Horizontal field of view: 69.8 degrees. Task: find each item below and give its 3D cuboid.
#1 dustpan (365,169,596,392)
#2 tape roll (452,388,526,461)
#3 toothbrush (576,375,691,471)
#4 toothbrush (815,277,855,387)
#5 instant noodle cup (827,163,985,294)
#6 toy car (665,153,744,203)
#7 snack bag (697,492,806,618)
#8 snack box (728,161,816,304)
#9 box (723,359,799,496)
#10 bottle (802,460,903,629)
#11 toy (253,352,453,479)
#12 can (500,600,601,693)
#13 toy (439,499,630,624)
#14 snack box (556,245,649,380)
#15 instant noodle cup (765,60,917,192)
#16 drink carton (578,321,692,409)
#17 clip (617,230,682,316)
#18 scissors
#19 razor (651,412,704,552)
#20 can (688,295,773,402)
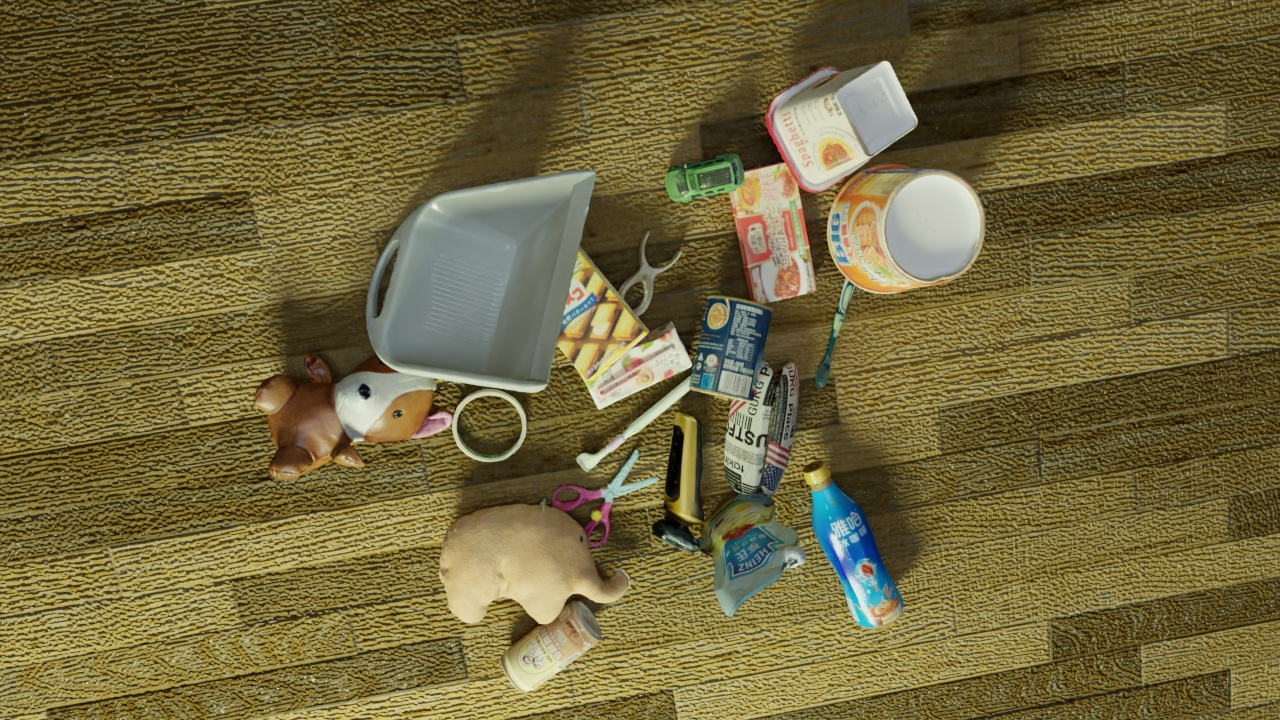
[{"bbox_3d":[-0.181,-0.082,0.932,0.142,0.258,0.222,17,76,-24],"label":"dustpan"},{"bbox_3d":[-0.176,0.076,1.071,0.086,0.014,0.086,-1,102,-5],"label":"tape roll"},{"bbox_3d":[0.005,0.067,1.084,0.189,0.020,0.029,-38,133,2],"label":"toothbrush"},{"bbox_3d":[0.238,-0.058,1.080,0.016,0.018,0.192,14,100,-8],"label":"toothbrush"},{"bbox_3d":[0.297,-0.146,1.011,0.151,0.111,0.151,-1,98,-10],"label":"instant noodle cup"},{"bbox_3d":[0.069,-0.201,1.014,0.091,0.036,0.043,-8,105,29],"label":"toy car"},{"bbox_3d":[0.121,0.211,1.037,0.110,0.191,0.039,-29,104,1],"label":"snack bag"},{"bbox_3d":[0.150,-0.145,1.049,0.075,0.025,0.153,-13,103,-3],"label":"snack box"},{"bbox_3d":[0.155,0.080,1.085,0.087,0.076,0.163,4,99,-29],"label":"box"},{"bbox_3d":[0.253,0.221,1.117,0.065,0.065,0.219,-26,102,0],"label":"bottle"},{"bbox_3d":[-0.314,0.048,1.005,0.199,0.130,0.140,-15,83,-10],"label":"toy"},{"bbox_3d":[-0.107,0.346,1.111,0.116,0.058,0.058,-37,103,3],"label":"can"},{"bbox_3d":[-0.121,0.235,1.074,0.226,0.082,0.143,2,97,-7],"label":"toy"},{"bbox_3d":[-0.067,-0.057,1.019,0.087,0.033,0.140,-40,81,10],"label":"snack box"},{"bbox_3d":[0.215,-0.253,0.971,0.116,0.124,0.116,-35,104,-17],"label":"instant noodle cup"},{"bbox_3d":[-0.006,0.006,1.056,0.122,0.045,0.053,-25,104,1],"label":"drink carton"},{"bbox_3d":[0.003,-0.094,1.043,0.072,0.034,0.100,30,93,-10],"label":"clip"},{"bbox_3d":[-0.046,0.157,1.099,0.113,0.017,0.134,31,98,-6],"label":"scissors"},{"bbox_3d":[0.048,0.144,1.088,0.067,0.062,0.167,-1,98,-36],"label":"razor"},{"bbox_3d":[0.101,-0.012,1.036,0.075,0.075,0.111,13,88,-8],"label":"can"}]
